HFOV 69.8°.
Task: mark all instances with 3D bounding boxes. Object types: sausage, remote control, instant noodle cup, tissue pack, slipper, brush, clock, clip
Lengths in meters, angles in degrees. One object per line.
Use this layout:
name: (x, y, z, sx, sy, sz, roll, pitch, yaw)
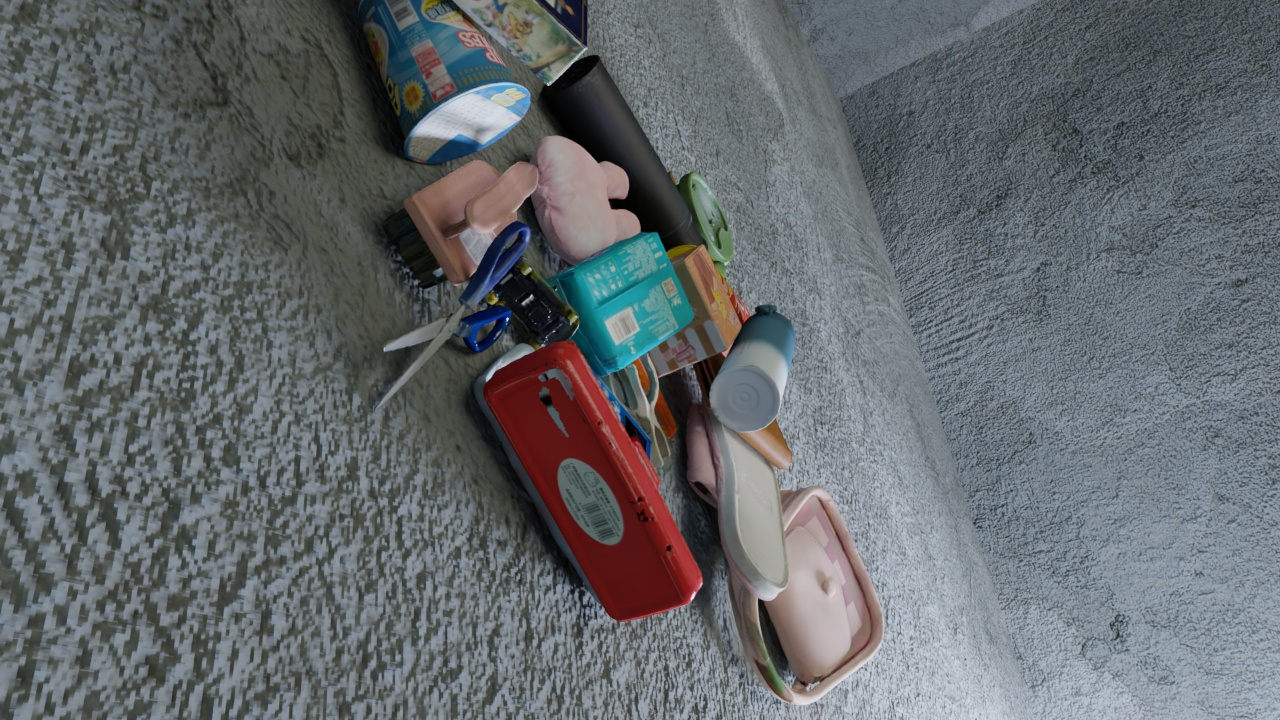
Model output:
sausage: (-0.005, 0.005, 0.854, 0.165, 0.021, 0.021, 64, 23, -11)
remote control: (-0.028, 0.052, 0.758, 0.125, 0.024, 0.048, 51, 28, -32)
instant noodle cup: (-0.147, -0.213, 0.655, 0.110, 0.099, 0.099, 62, 22, 5)
tissue pack: (-0.016, -0.051, 0.791, 0.133, 0.050, 0.093, -33, 103, -42)
slipper: (0.089, 0.126, 0.899, 0.114, 0.054, 0.273, 44, 22, -27)
brush: (-0.116, -0.105, 0.643, 0.063, 0.073, 0.145, 60, 22, -16)
clock: (0.072, -0.151, 1.119, 0.161, 0.056, 0.115, 60, 25, -19)
clip: (-0.005, 0.046, 0.808, 0.086, 0.035, 0.104, 8, 70, -68)

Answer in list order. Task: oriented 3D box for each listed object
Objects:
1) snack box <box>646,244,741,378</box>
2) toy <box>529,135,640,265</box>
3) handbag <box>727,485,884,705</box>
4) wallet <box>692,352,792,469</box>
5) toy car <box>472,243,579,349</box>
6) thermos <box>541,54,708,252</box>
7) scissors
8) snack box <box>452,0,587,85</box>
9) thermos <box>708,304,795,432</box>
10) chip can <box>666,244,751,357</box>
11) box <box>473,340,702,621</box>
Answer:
snack box: (0.032, -0.046, 0.890, 0.094, 0.093, 0.076, 63, 23, -10)
toy: (-0.049, -0.144, 0.844, 0.159, 0.054, 0.121, -8, 84, -62)
handbag: (0.154, 0.250, 0.932, 0.233, 0.094, 0.193, -28, 95, -59)
wallet: (0.101, 0.040, 0.952, 0.130, 0.035, 0.118, 40, 26, -36)
toy car: (-0.086, -0.048, 0.692, 0.091, 0.043, 0.036, 48, 7, -23)
thermos: (-0.013, -0.190, 0.959, 0.242, 0.069, 0.089, 55, 48, -30)
scissors: (-0.116, -0.025, 0.591, 0.162, 0.012, 0.163, -60, 170, -17)
snack box: (-0.117, -0.312, 0.682, 0.182, 0.046, 0.177, 38, 29, -28)
thermos: (0.115, 0.001, 0.902, 0.070, 0.070, 0.220, 64, 20, -11)
chip can: (0.088, -0.044, 1.026, 0.216, 0.073, 0.073, 43, 33, -51)
box: (-0.027, 0.076, 0.648, 0.201, 0.095, 0.100, 62, 26, -12)
